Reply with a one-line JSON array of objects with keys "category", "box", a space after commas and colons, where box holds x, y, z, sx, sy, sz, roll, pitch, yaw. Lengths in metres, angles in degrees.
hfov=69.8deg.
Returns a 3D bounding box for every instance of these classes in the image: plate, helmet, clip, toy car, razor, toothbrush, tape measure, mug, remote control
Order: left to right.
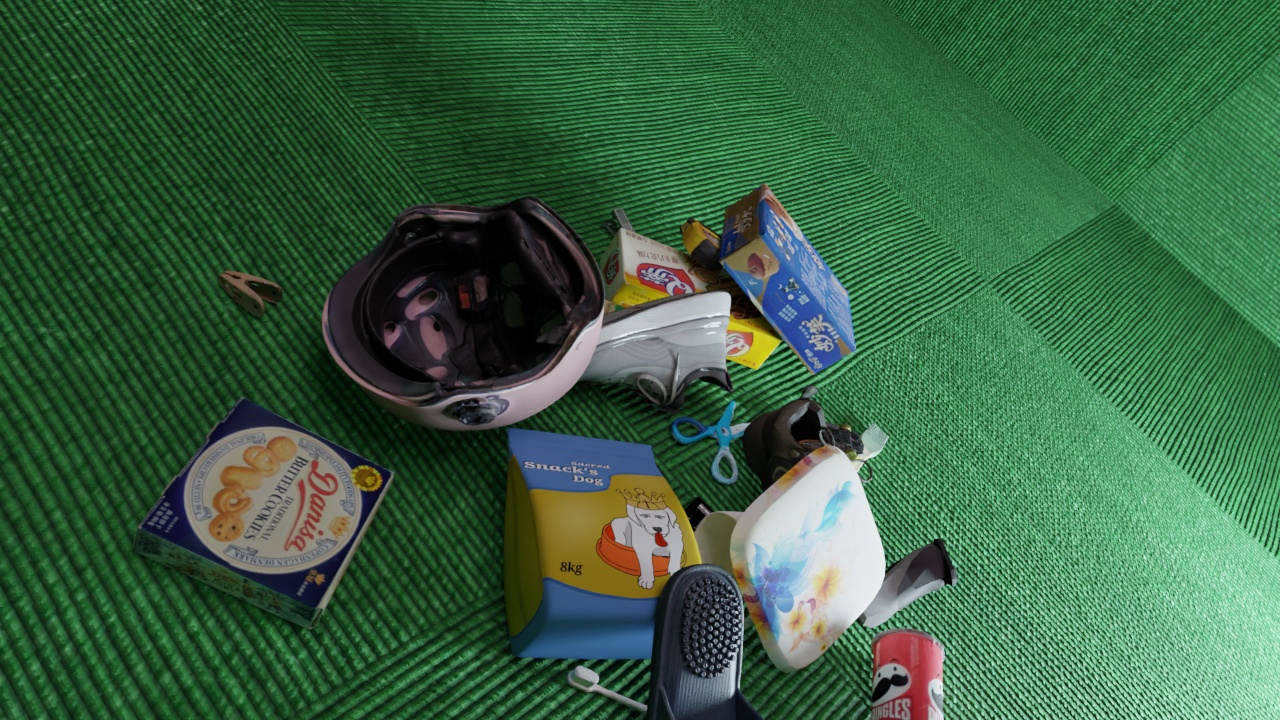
[{"category": "clip", "box": [-0.373, -0.062, 0.867, 0.060, 0.024, 0.039, 17, 39, -7]}, {"category": "helmet", "box": [-0.162, -0.031, 0.876, 0.255, 0.153, 0.230, -23, 61, -17]}, {"category": "clip", "box": [-0.016, -0.171, 1.224, 0.023, 0.049, 0.078, -18, 57, -43]}, {"category": "toothbrush", "box": [0.020, 0.305, 0.788, 0.181, 0.018, 0.015, 28, 40, -11]}, {"category": "remote control", "box": [0.035, 0.183, 0.928, 0.030, 0.009, 0.139, 43, 39, 9]}, {"category": "tape measure", "box": [0.083, -0.144, 1.172, 0.065, 0.037, 0.064, 24, 32, -37]}, {"category": "mug", "box": [0.110, 0.209, 0.915, 0.087, 0.081, 0.114, 9, 77, -38]}, {"category": "plate", "box": [0.174, 0.195, 0.902, 0.186, 0.016, 0.187, -34, 111, -32]}, {"category": "toy car", "box": [0.229, 0.098, 1.140, 0.107, 0.030, 0.049, 16, 41, -13]}, {"category": "razor", "box": [0.291, 0.250, 1.016, 0.156, 0.060, 0.057, -17, 104, -27]}]

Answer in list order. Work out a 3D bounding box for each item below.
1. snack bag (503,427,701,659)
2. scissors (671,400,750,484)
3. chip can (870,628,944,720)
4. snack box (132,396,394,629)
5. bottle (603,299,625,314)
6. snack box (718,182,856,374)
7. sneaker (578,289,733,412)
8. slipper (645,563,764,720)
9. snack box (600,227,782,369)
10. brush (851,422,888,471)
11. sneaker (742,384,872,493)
[{"category": "snack bag", "box": [-0.040, 0.154, 0.822, 0.158, 0.103, 0.205, 10, 48, -26]}, {"category": "scissors", "box": [0.085, 0.079, 1.068, 0.114, 0.013, 0.140, 34, 41, -6]}, {"category": "chip can", "box": [0.245, 0.366, 0.849, 0.073, 0.073, 0.232, 30, 40, -7]}, {"category": "snack box", "box": [-0.291, 0.118, 0.728, 0.145, 0.043, 0.144, 28, 40, -9]}, {"category": "bottle", "box": [-0.058, -0.059, 1.080, 0.111, 0.043, 0.043, 24, 40, -14]}, {"category": "snack box", "box": [0.191, -0.107, 1.183, 0.203, 0.069, 0.154, 48, 28, -22]}, {"category": "sneaker", "box": [-0.006, 0.006, 1.023, 0.262, 0.097, 0.129, -16, 97, -26]}, {"category": "slipper", "box": [0.056, 0.290, 0.702, 0.101, 0.083, 0.263, 8, 76, -28]}, {"category": "snack box", "box": [0.064, -0.076, 1.170, 0.230, 0.062, 0.109, 19, 41, -21]}, {"category": "brush", "box": [0.261, 0.135, 1.143, 0.033, 0.012, 0.217, 44, 40, 10]}, {"category": "sneaker", "box": [0.196, 0.132, 0.989, 0.101, 0.143, 0.237, 13, 48, -27]}]
